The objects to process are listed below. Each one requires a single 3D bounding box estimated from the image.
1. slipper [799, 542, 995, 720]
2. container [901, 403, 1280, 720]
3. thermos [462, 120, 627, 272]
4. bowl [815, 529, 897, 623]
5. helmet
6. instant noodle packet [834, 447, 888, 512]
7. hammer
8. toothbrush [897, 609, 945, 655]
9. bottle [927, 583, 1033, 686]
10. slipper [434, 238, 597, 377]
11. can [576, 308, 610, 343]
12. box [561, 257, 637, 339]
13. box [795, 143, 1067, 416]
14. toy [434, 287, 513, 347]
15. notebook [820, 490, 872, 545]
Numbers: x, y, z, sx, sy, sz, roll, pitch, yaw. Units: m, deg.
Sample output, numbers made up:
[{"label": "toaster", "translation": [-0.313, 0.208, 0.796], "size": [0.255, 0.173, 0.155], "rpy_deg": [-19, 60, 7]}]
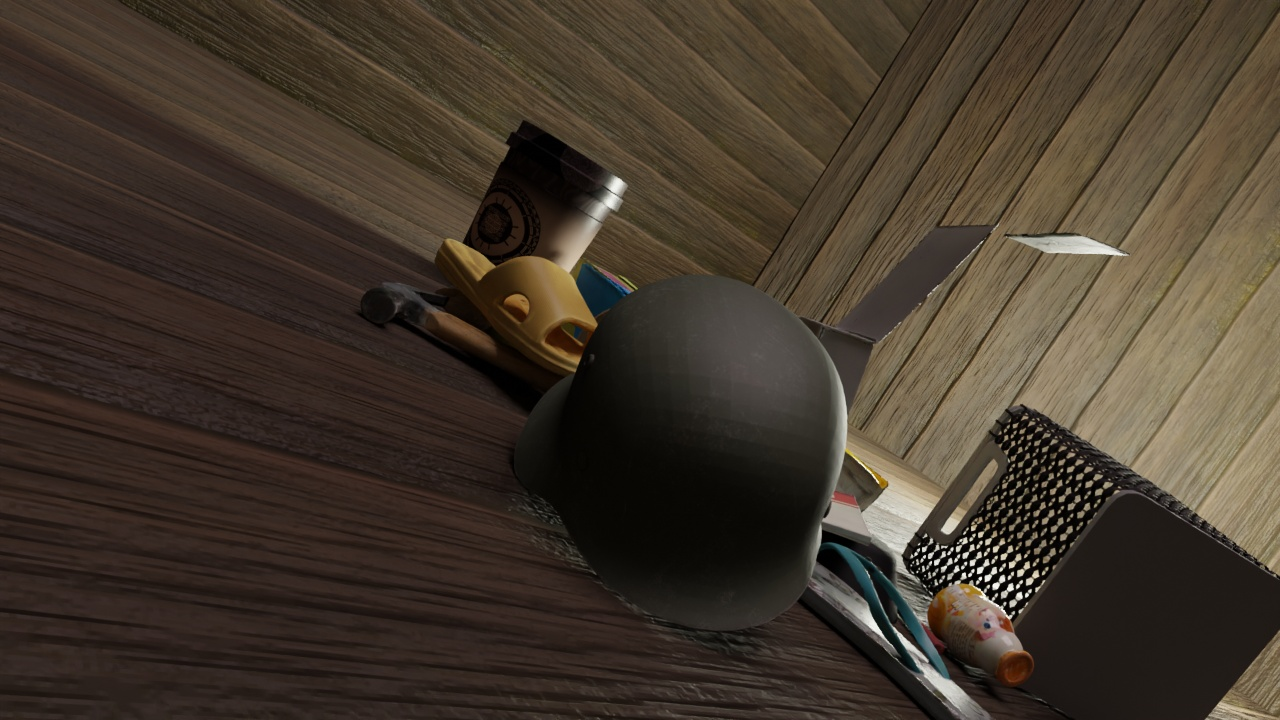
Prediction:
[{"label": "slipper", "translation": [0.197, 0.207, 0.725], "size": [0.098, 0.055, 0.269], "rpy_deg": [28, 9, -48]}, {"label": "container", "translation": [0.477, 0.232, 0.989], "size": [0.245, 0.247, 0.243], "rpy_deg": [31, 10, -7]}, {"label": "thermos", "translation": [-0.143, -0.177, 1.220], "size": [0.172, 0.226, 0.172], "rpy_deg": [31, 7, -4]}, {"label": "bowl", "translation": [0.204, 0.188, 0.871], "size": [0.124, 0.052, 0.124], "rpy_deg": [31, 7, -4]}, {"label": "helmet", "translation": [0.043, 0.037, 0.601], "size": [0.227, 0.154, 0.267], "rpy_deg": [12, 39, -10]}, {"label": "instant noodle packet", "translation": [0.197, 0.097, 1.187], "size": [0.221, 0.084, 0.163], "rpy_deg": [43, 1, -34]}, {"label": "hammer", "translation": [-0.090, 0.014, 0.847], "size": [0.330, 0.033, 0.132], "rpy_deg": [28, 5, -5]}, {"label": "toothbrush", "translation": [0.251, 0.233, 0.900], "size": [0.016, 0.016, 0.190], "rpy_deg": [-12, 15, -6]}, {"label": "bottle", "translation": [0.314, 0.254, 0.848], "size": [0.063, 0.063, 0.109], "rpy_deg": [29, 8, -19]}, {"label": "slipper", "translation": [-0.104, -0.061, 0.880], "size": [0.263, 0.078, 0.099], "rpy_deg": [38, 7, 37]}, {"label": "can", "translation": [-0.006, 0.006, 0.946], "size": [0.128, 0.128, 0.073], "rpy_deg": [32, 5, 0]}, {"label": "box", "translation": [-0.037, -0.034, 1.122], "size": [0.079, 0.124, 0.221], "rpy_deg": [25, 8, -31]}, {"label": "box", "translation": [0.236, -0.062, 0.935], "size": [0.108, 0.419, 0.166], "rpy_deg": [32, 5, -6]}, {"label": "toy", "translation": [-0.164, -0.046, 0.975], "size": [0.117, 0.043, 0.092], "rpy_deg": [22, 15, -41]}, {"label": "notebook", "translation": [0.110, 0.121, 0.880], "size": [0.209, 0.012, 0.153], "rpy_deg": [16, 7, 5]}]
